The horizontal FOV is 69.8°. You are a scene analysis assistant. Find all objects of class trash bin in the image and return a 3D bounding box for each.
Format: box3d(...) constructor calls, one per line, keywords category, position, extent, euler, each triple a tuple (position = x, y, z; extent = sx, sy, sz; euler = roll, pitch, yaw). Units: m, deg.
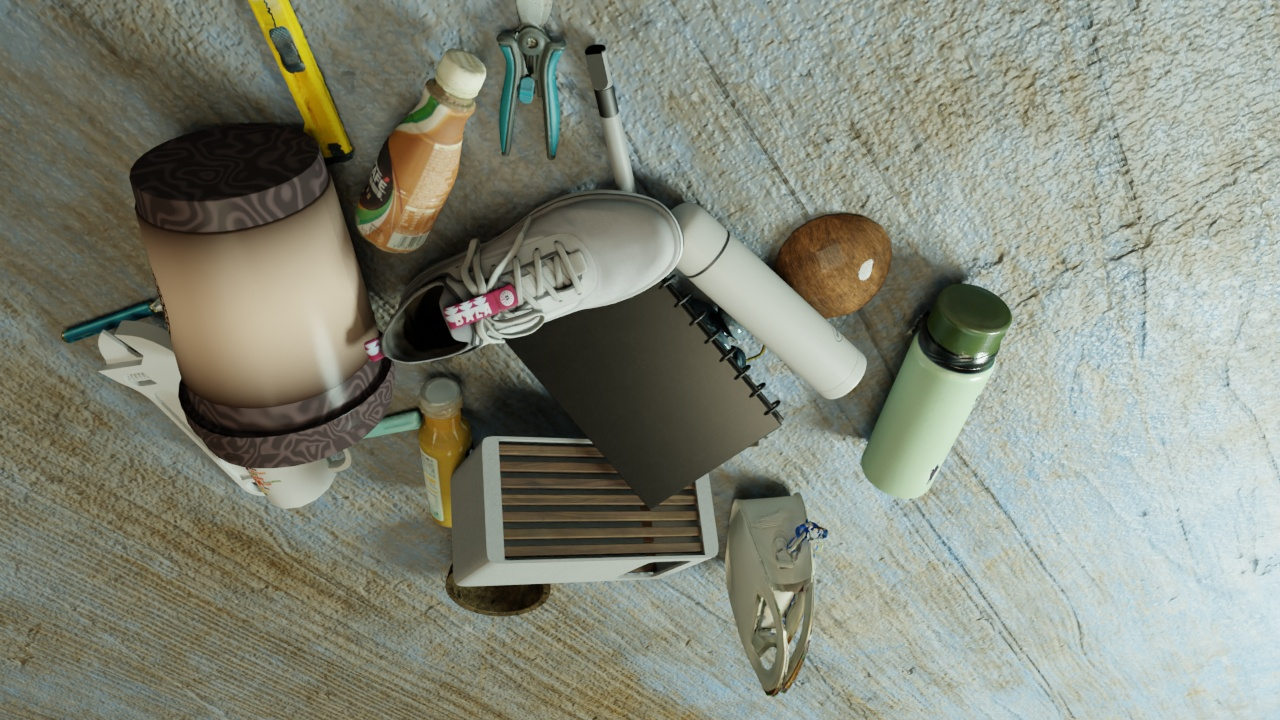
box3d(category="trash bin", position=(-0.057, 0.149, 0.896), extent=(0.228, 0.114, 0.115), euler=(4, 156, -25))

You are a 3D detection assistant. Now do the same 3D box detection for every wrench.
box3d(category="wrench", position=(-0.430, 0.058, 0.904), extent=(0.087, 0.018, 0.273), euler=(-7, 139, 12))

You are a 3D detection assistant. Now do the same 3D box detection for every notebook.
box3d(category="notebook", position=(-0.005, 0.005, 0.806), extent=(0.170, 0.019, 0.231), euler=(-37, 96, 29))

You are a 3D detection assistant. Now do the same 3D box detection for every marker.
box3d(category="marker", position=(-0.020, -0.174, 0.705), extent=(0.016, 0.016, 0.141), euler=(-8, 134, 6))

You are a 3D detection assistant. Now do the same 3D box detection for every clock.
box3d(category="clock", position=(0.053, -0.012, 0.840), extent=(0.129, 0.052, 0.090), euler=(-3, 134, 2))

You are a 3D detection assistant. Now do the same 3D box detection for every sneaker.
box3d(category="sneaker", position=(-0.095, -0.060, 0.723), extent=(0.263, 0.128, 0.097), euler=(-17, 106, 17))

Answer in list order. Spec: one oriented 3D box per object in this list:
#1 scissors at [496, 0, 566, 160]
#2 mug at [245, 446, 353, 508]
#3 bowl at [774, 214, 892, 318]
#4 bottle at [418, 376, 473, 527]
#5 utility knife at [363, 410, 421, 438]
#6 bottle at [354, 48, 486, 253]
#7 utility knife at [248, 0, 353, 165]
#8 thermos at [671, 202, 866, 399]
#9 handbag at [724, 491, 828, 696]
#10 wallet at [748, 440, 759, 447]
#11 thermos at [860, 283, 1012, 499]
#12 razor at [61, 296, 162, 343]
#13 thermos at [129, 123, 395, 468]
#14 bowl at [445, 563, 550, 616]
box3d(category="scissors", position=(-0.084, -0.208, 0.668), extent=(0.148, 0.019, 0.132), euler=(-29, 129, 25))
box3d(category="mug", position=(-0.341, 0.089, 0.911), extent=(0.105, 0.073, 0.090), euler=(-8, 134, 5))
box3d(category="bowl", position=(0.170, -0.073, 0.802), extent=(0.102, 0.026, 0.114), euler=(1, 134, -3))
box3d(category="bottle", position=(-0.197, 0.095, 0.937), extent=(0.053, 0.053, 0.186), euler=(2, 134, -4))
box3d(category="utility knife", position=(-0.278, 0.072, 0.938), extent=(0.120, 0.015, 0.022), euler=(-12, 132, 12))
box3d(category="bottle", position=(-0.162, -0.156, 0.688), extent=(0.059, 0.059, 0.168), euler=(22, 130, -21))
box3d(category="utility knife", position=(-0.253, -0.227, 0.650), extent=(0.030, 0.018, 0.207), euler=(-14, 131, -1))
box3d(category="thermos", position=(0.104, -0.050, 0.787), extent=(0.224, 0.052, 0.052), euler=(39, 122, -23))
box3d(category="handbag", position=(0.156, 0.259, 1.009), extent=(0.093, 0.199, 0.201), euler=(-3, 137, -4))
box3d(category="wallet", position=(0.068, 0.061, 0.911), extent=(0.099, 0.031, 0.120), euler=(-9, 154, 4))
box3d(category="thermos", position=(0.276, 0.030, 0.876), extent=(0.082, 0.082, 0.232), euler=(3, 134, -5))
box3d(category="razor", position=(-0.460, -0.038, 0.822), extent=(0.144, 0.022, 0.042), euler=(-12, 138, 17))
box3d(category="thermos", position=(-0.293, -0.053, 0.718), extent=(0.172, 0.172, 0.227), euler=(-1, 128, -1))
box3d(category="bowl", position=(-0.165, 0.245, 1.082), extent=(0.121, 0.056, 0.121), euler=(-1, 134, -1))
